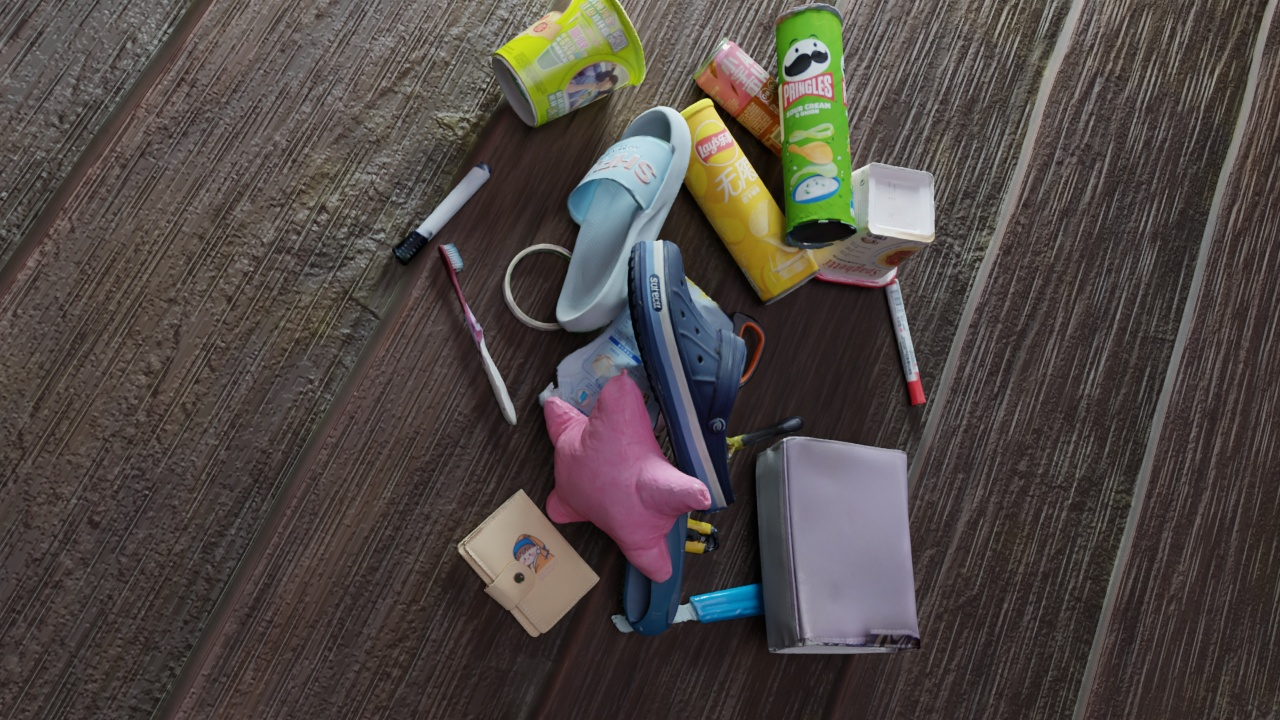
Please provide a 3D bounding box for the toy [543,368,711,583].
[{"bbox_3d":[-0.015,0.095,0.797,0.074,0.195,0.179,-17,119,-44],"label":"toy"}]

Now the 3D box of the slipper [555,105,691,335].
[{"bbox_3d":[-0.030,-0.141,0.881,0.074,0.104,0.245,33,68,-35],"label":"slipper"}]

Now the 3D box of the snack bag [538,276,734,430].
[{"bbox_3d":[-0.005,0.005,0.873,0.110,0.039,0.191,41,86,-11],"label":"snack bag"}]

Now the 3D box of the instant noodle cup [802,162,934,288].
[{"bbox_3d":[0.241,-0.146,0.966,0.116,0.124,0.116,6,78,-16],"label":"instant noodle cup"}]

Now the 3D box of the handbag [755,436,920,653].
[{"bbox_3d":[0.192,0.182,0.896,0.145,0.099,0.196,6,67,-14],"label":"handbag"}]

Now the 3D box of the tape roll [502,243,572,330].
[{"bbox_3d":[-0.092,-0.072,0.908,0.085,0.014,0.085,3,80,-17],"label":"tape roll"}]

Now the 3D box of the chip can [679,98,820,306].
[{"bbox_3d":[0.100,-0.162,0.952,0.072,0.072,0.213,-34,92,-20],"label":"chip can"}]

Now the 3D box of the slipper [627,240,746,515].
[{"bbox_3d":[0.052,0.013,0.810,0.095,0.105,0.253,-15,100,-2],"label":"slipper"}]

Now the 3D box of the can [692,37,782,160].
[{"bbox_3d":[0.128,-0.277,0.988,0.147,0.058,0.057,40,72,-8],"label":"can"}]

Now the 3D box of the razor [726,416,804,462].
[{"bbox_3d":[0.112,0.079,0.932,0.142,0.022,0.042,-14,81,-34],"label":"razor"}]

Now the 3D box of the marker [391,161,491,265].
[{"bbox_3d":[-0.191,-0.144,0.887,0.022,0.018,0.130,42,72,-14],"label":"marker"}]

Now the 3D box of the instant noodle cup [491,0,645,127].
[{"bbox_3d":[-0.076,-0.295,0.907,0.123,0.112,0.111,-34,92,-13],"label":"instant noodle cup"}]

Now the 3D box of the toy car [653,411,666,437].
[{"bbox_3d":[0.006,0.018,0.912,0.056,0.037,0.122,8,80,-14],"label":"toy car"}]

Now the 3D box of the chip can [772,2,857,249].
[{"bbox_3d":[0.175,-0.234,0.924,0.072,0.072,0.235,3,77,-17],"label":"chip can"}]

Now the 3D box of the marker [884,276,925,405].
[{"bbox_3d":[0.293,-0.022,1.018,0.017,0.017,0.145,-9,83,-19],"label":"marker"}]

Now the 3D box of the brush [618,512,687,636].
[{"bbox_3d":[0.015,0.183,0.849,0.055,0.073,0.143,8,85,-14],"label":"brush"}]

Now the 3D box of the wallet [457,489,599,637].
[{"bbox_3d":[-0.106,0.191,0.854,0.087,0.024,0.115,-42,96,-18],"label":"wallet"}]

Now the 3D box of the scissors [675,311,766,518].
[{"bbox_3d":[0.049,0.048,0.933,0.152,0.022,0.234,38,78,-3],"label":"scissors"}]

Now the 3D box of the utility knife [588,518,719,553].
[{"bbox_3d":[0.007,0.161,0.896,0.156,0.015,0.033,16,91,-13],"label":"utility knife"}]

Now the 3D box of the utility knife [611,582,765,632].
[{"bbox_3d":[0.080,0.241,0.905,0.225,0.018,0.034,-4,76,-18],"label":"utility knife"}]

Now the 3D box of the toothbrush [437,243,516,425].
[{"bbox_3d":[-0.154,-0.026,0.881,0.017,0.016,0.187,-21,87,-29],"label":"toothbrush"}]
